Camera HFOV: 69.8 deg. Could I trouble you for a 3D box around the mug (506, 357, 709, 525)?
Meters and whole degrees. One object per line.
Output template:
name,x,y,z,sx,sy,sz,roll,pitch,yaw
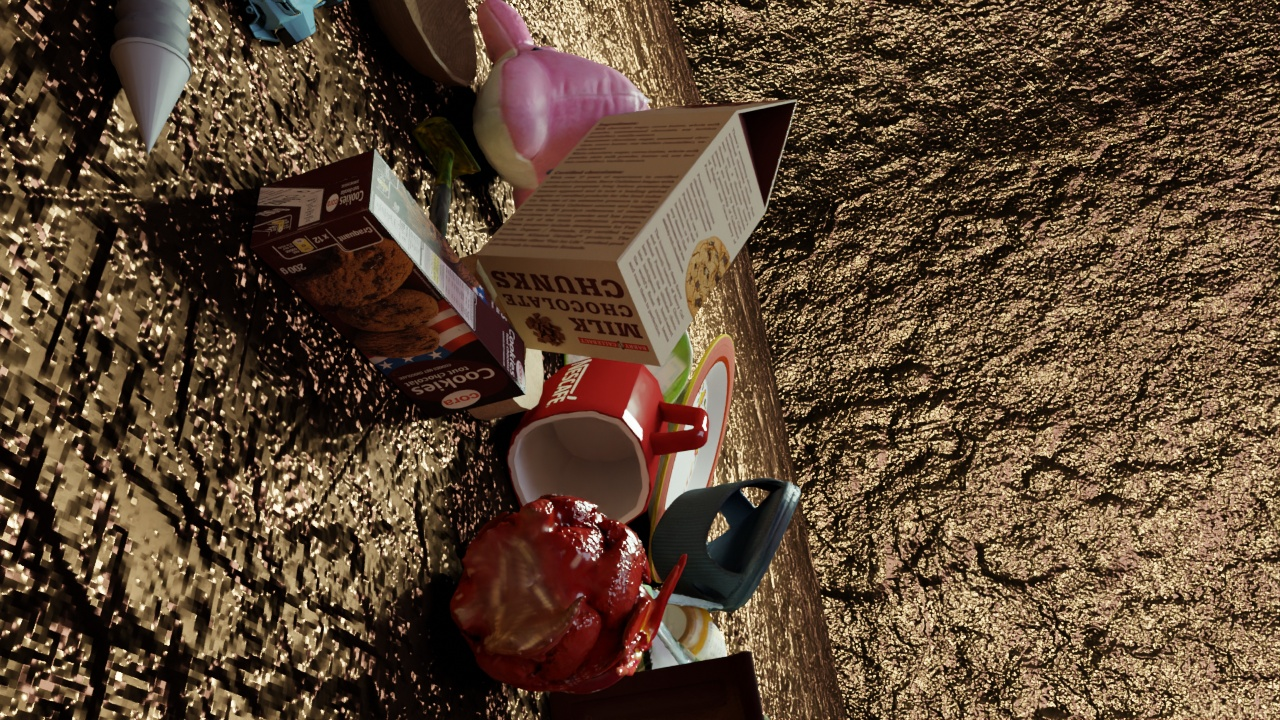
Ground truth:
mug,-0.014,0.047,0.569,0.096,0.116,0.080,-69,148,-70

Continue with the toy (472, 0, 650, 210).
toy,-0.046,-0.170,0.668,0.265,0.128,0.187,-86,168,-81

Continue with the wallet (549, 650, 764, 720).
wallet,0.012,0.212,0.492,0.018,0.116,0.091,53,25,-64

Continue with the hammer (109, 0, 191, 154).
hammer,-0.176,-0.219,0.338,0.156,0.043,0.321,45,35,-68

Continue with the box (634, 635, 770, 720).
box,0.058,0.267,0.586,0.205,0.050,0.117,43,15,-20

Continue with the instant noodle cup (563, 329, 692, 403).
instant noodle cup,-0.004,0.004,0.747,0.108,0.099,0.099,47,29,-80

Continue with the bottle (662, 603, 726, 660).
bottle,0.037,0.231,0.714,0.063,0.063,0.108,-92,163,-46

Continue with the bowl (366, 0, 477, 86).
bowl,-0.135,-0.215,0.536,0.117,0.030,0.118,-14,89,-78

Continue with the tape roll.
tape roll,-0.086,-0.014,0.525,0.094,0.027,0.094,-14,89,-78

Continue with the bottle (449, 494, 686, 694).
bottle,-0.033,0.116,0.439,0.111,0.099,0.098,69,12,-57

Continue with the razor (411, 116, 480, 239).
razor,-0.112,-0.084,0.511,0.042,0.026,0.105,63,21,-54

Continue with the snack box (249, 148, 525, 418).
snack box,-0.103,-0.026,0.404,0.141,0.051,0.031,59,20,-54

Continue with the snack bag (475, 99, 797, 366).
snack bag,0.010,-0.097,0.541,0.205,0.094,0.070,-55,138,-34

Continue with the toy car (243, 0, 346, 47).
toy car,-0.154,-0.184,0.415,0.107,0.027,0.060,-87,159,-55

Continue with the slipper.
slipper,0.052,0.146,0.743,0.101,0.082,0.264,-56,177,-26

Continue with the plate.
plate,0.042,0.086,0.829,0.229,0.021,0.230,15,89,-74

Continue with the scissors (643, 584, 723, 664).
scissors,0.001,0.154,0.600,0.171,0.021,0.172,22,17,-47
